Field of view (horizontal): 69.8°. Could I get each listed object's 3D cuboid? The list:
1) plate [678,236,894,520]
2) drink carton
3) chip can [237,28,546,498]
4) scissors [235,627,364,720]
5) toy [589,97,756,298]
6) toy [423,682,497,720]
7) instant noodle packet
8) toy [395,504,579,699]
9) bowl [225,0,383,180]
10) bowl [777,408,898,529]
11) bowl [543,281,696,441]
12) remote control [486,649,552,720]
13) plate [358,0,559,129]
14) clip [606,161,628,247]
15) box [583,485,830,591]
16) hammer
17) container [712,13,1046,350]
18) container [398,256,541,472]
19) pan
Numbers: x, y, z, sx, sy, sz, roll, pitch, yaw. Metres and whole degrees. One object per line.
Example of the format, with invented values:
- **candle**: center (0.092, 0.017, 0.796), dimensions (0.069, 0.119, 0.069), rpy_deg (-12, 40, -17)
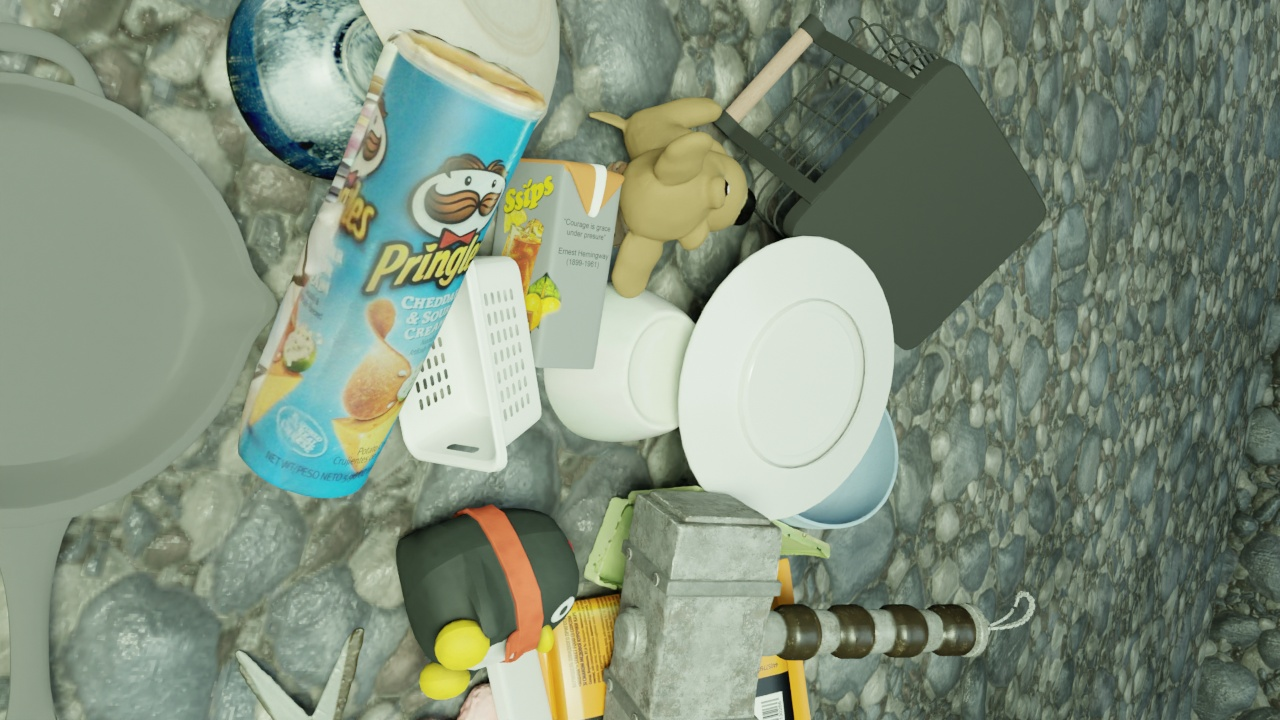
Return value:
- **plate**: center (0.115, 0.017, 0.656), dimensions (0.208, 0.015, 0.209), rpy_deg (-9, 106, -33)
- **drink carton**: center (-0.057, -0.061, 0.576), dimensions (0.048, 0.076, 0.125), rpy_deg (2, 99, -45)
- **chip can**: center (-0.129, -0.043, 0.453), dimensions (0.079, 0.080, 0.230), rpy_deg (11, 116, -45)
- **scissors**: center (-0.171, 0.255, 0.521), dimensions (0.179, 0.015, 0.198), rpy_deg (26, 85, -16)
- **toy**: center (0.021, -0.121, 0.600), dimensions (0.105, 0.134, 0.108), rpy_deg (7, 48, -19)
- **toy**: center (-0.112, 0.264, 0.593), dimensions (0.104, 0.053, 0.108), rpy_deg (-49, 127, -47)
- **instant noodle packet**: center (0.025, 0.242, 0.671), dimensions (0.220, 0.032, 0.159), rpy_deg (-4, 84, -23)
- **toy**: center (-0.085, 0.135, 0.559), dimensions (0.119, 0.099, 0.098), rpy_deg (-14, 152, -31)
- **bowl**: center (-0.148, -0.152, 0.479), dimensions (0.114, 0.061, 0.114), rpy_deg (-8, 102, -42)
- **bowl**: center (0.129, 0.072, 0.761), dimensions (0.150, 0.075, 0.150), rpy_deg (9, 65, -20)
- **bowl**: center (-0.004, 0.004, 0.641), dimensions (0.116, 0.066, 0.116), rpy_deg (-8, 102, -43)
- **remote control**: center (-0.079, 0.223, 0.606), dimensions (0.043, 0.013, 0.136), rpy_deg (-1, 76, -63)
- **plate**: center (-0.089, -0.215, 0.499), dimensions (0.188, 0.027, 0.188), rpy_deg (29, 56, -57)
- **clip**: center (-0.009, -0.107, 0.637), dimensions (0.024, 0.041, 0.061), rpy_deg (-15, 112, -43)
- **box**: center (0.051, 0.147, 0.726), dimensions (0.131, 0.064, 0.188), rpy_deg (-42, 136, 21)
- **hammer**: center (0.137, 0.191, 0.643), dimensions (0.326, 0.079, 0.177), rpy_deg (6, 96, -22)
- **container**: center (0.190, -0.139, 0.736), dimensions (0.163, 0.130, 0.241), rpy_deg (-47, 133, 10)
- **container**: center (-0.104, -0.006, 0.537), dimensions (0.049, 0.081, 0.129), rpy_deg (-27, 116, -51)
- **pan**: center (-0.275, 0.036, 0.409), dimensions (0.216, 0.024, 0.354), rpy_deg (-2, 98, -44)
